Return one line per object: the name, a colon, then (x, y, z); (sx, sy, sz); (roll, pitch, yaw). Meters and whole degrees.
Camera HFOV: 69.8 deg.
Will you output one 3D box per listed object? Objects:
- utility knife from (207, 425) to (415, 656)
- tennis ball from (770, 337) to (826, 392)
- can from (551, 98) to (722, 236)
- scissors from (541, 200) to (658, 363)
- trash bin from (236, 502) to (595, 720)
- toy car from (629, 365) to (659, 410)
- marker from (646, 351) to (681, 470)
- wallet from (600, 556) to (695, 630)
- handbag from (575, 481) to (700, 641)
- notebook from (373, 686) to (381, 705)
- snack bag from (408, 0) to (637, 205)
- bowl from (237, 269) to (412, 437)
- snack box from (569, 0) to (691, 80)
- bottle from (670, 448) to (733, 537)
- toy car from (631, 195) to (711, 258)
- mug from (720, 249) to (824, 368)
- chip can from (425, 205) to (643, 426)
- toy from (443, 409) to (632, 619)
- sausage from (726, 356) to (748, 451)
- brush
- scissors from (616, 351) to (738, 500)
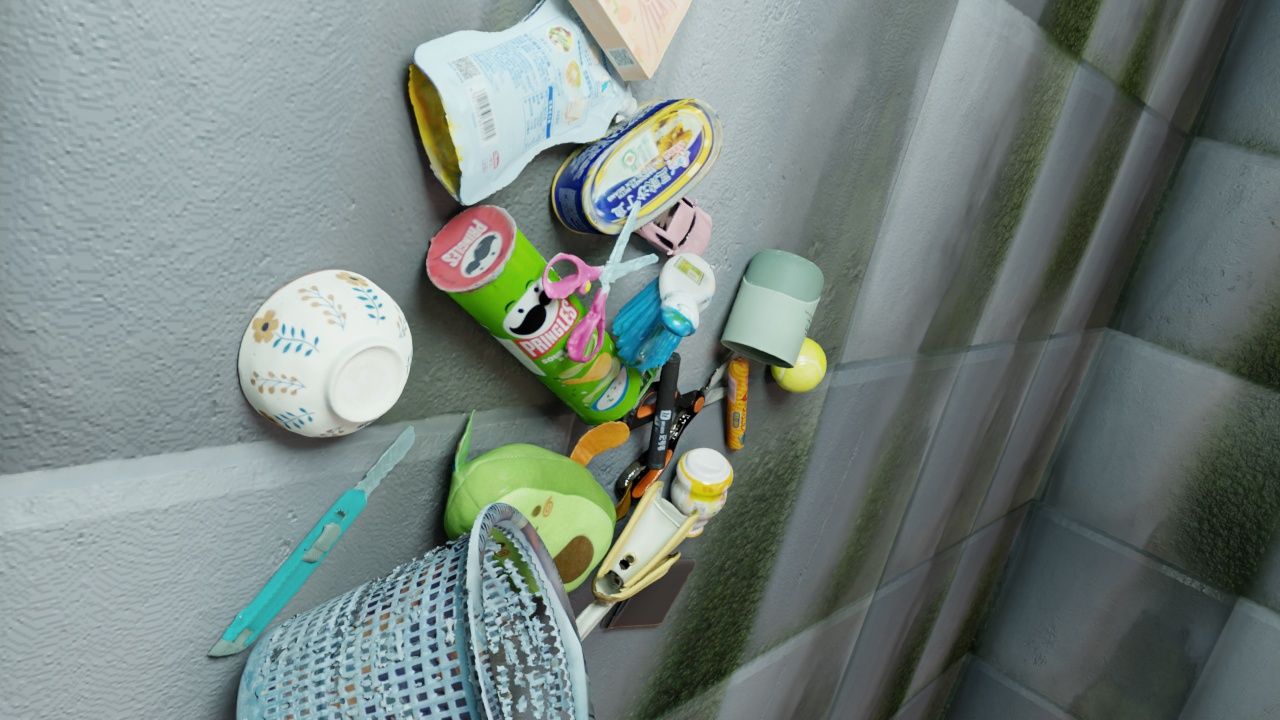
utility knife: (-0.233, 0.131, 0.670); (0.209, 0.013, 0.029); (-53, 144, -14)
tennis ball: (0.185, 0.005, 1.076); (0.065, 0.065, 0.066); (-30, 134, -38)
can: (-0.001, -0.154, 0.728); (0.148, 0.049, 0.075); (-41, 121, -22)
scissors: (-0.027, -0.055, 0.688); (0.133, 0.017, 0.128); (-25, 125, -47)
trash bin: (-0.158, 0.235, 0.647); (0.195, 0.226, 0.227); (-17, 139, 7)
toy car: (-0.005, 0.005, 0.861); (0.091, 0.036, 0.043); (-60, 144, -11)
marker: (0.022, 0.051, 0.894); (0.022, 0.020, 0.132); (-70, 169, -57)
wallet: (0.012, 0.272, 1.073); (0.122, 0.020, 0.096); (21, 100, -56)
handbag: (-0.009, 0.209, 0.914); (0.178, 0.063, 0.163); (-55, 172, -3)
notebook: (-0.269, 0.316, 0.751); (0.207, 0.008, 0.148); (-35, 137, -34)
snack bag: (-0.071, -0.192, 0.640); (0.190, 0.039, 0.110); (-39, 122, -36)
bowl: (-0.193, 0.004, 0.598); (0.113, 0.062, 0.114); (-32, 136, -37)
snack box: (-0.022, -0.278, 0.630); (0.157, 0.026, 0.084); (46, 63, -47)
bottle: (0.063, 0.149, 1.020); (0.063, 0.063, 0.109); (-29, 144, -39)
toy car: (0.031, -0.122, 0.822); (0.122, 0.037, 0.056); (25, 94, -56)
mug: (0.142, -0.052, 0.969); (0.112, 0.082, 0.106); (45, 65, -76)
chip can: (-0.074, -0.025, 0.722); (0.072, 0.072, 0.236); (-55, 145, -11)
toy: (-0.087, 0.142, 0.796); (0.227, 0.090, 0.246); (-52, 143, -4)
sausage: (0.109, 0.051, 1.032); (0.021, 0.021, 0.165); (-41, 148, -28)
brush: (0.019, -0.034, 0.702); (0.110, 0.060, 0.313); (-50, -177, 21)
scissors: (0.040, 0.058, 0.970); (0.220, 0.022, 0.222); (15, 102, -60)
